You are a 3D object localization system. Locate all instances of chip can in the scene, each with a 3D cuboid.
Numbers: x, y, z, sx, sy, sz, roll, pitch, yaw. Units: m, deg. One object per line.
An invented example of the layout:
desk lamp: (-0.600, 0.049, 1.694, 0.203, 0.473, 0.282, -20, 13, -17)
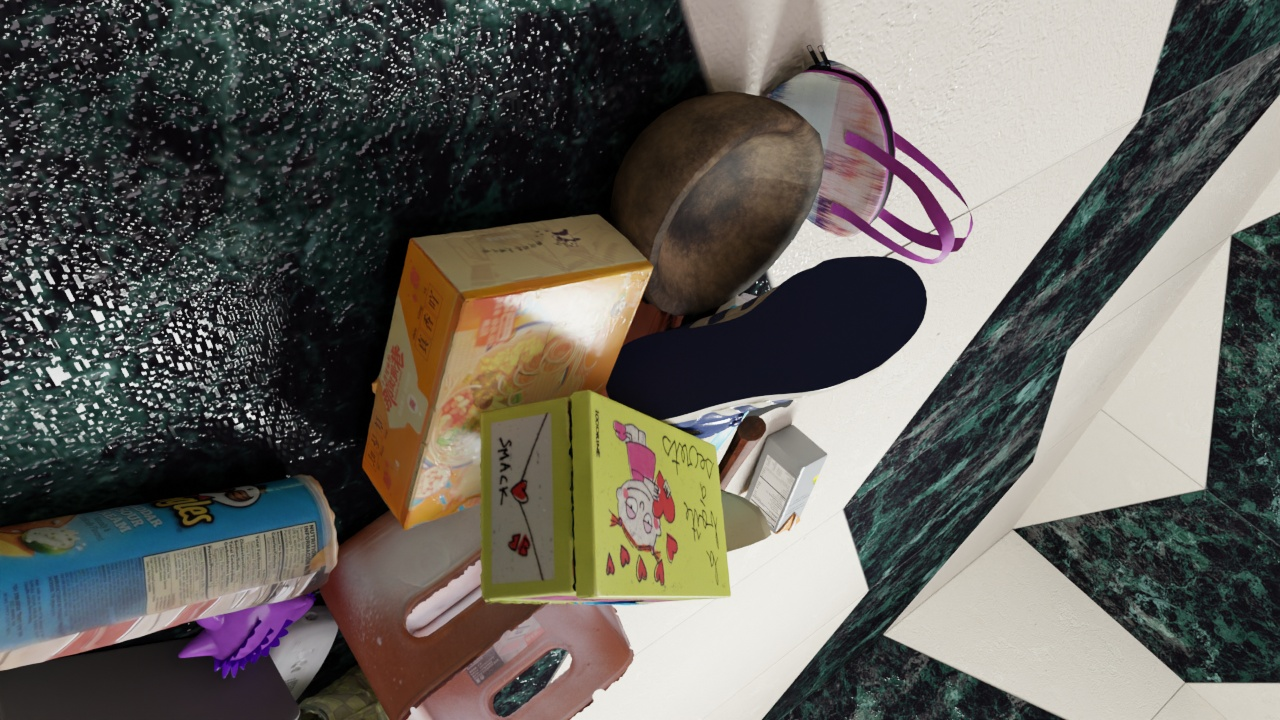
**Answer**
chip can: (-0.293, 0.121, 0.523, 0.229, 0.080, 0.080, -5, 133, -48)

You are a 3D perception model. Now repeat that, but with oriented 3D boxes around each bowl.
bowl: (0.042, 0.154, 0.862, 0.152, 0.050, 0.152, -12, 174, -1)
bowl: (0.046, -0.115, 0.643, 0.162, 0.070, 0.162, -31, 148, -22)

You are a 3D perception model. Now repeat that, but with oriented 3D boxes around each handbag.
handbag: (0.165, -0.134, 0.665, 0.068, 0.170, 0.145, -32, 149, -21)
handbag: (-0.234, 0.330, 0.781, 0.186, 0.117, 0.113, 3, 103, -76)

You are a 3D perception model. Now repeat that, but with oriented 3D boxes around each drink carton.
drink carton: (0.180, 0.151, 1.157, 0.048, 0.076, 0.125, -21, 139, -36)

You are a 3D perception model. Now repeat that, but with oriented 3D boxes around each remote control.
remote control: (-0.286, 0.244, 0.737, 0.060, 0.028, 0.114, -1, 130, -53)

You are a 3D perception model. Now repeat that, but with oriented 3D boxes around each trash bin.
trash bin: (-0.130, 0.216, 0.766, 0.181, 0.157, 0.260, -36, 151, -14)
trash bin: (-0.378, 0.308, 0.638, 0.191, 0.097, 0.220, 10, 120, -55)

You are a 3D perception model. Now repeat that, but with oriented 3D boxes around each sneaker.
sneaker: (0.094, 0.004, 0.695, 0.233, 0.091, 0.118, -21, 163, 1)

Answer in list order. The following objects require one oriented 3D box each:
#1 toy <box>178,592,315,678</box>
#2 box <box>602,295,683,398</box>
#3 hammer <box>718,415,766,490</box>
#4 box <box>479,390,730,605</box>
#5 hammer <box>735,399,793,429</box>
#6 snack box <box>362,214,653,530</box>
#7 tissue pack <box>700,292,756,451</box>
toy: (-0.270, 0.176, 0.641, 0.088, 0.056, 0.106, -50, 150, 7)
box: (-0.009, 0.005, 0.762, 0.057, 0.060, 0.187, 8, 129, -16)
hammer: (0.073, 0.146, 0.975, 0.110, 0.028, 0.301, -38, 162, -32)
box: (-0.013, 0.102, 0.617, 0.082, 0.124, 0.221, -11, 160, 25)
hammer: (0.051, 0.082, 0.952, 0.322, 0.029, 0.127, -23, 144, -35)
snack box: (-0.097, 0.002, 0.606, 0.144, 0.080, 0.196, -16, 141, -41)
tissue pack: (0.054, 0.040, 0.814, 0.209, 0.066, 0.117, -52, 165, -9)
